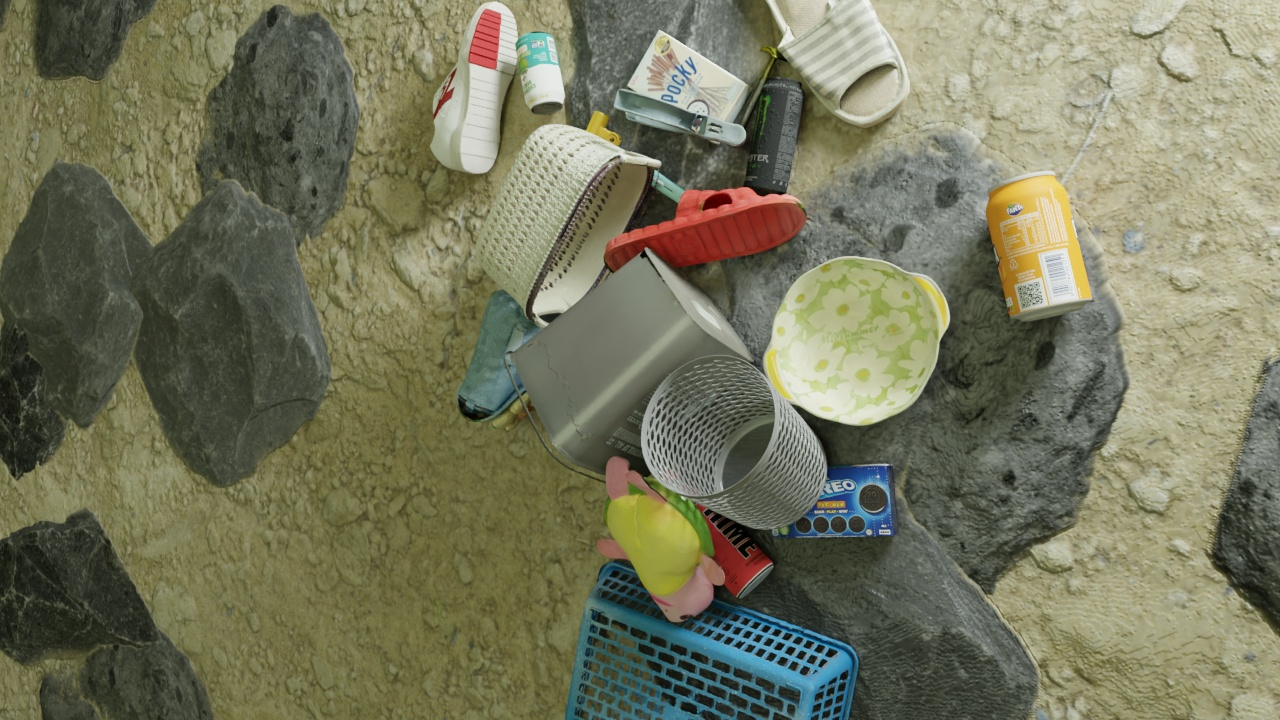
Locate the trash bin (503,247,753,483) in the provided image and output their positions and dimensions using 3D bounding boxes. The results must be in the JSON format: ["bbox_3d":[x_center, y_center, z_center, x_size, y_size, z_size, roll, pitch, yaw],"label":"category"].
[{"bbox_3d":[-0.007,0.006,1.109,0.220,0.197,0.197,-43,52,15],"label":"trash bin"}]

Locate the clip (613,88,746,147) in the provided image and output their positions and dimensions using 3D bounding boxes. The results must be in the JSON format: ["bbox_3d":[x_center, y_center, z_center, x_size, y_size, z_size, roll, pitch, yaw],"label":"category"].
[{"bbox_3d":[0.037,-0.298,1.132,0.164,0.172,0.031,-132,57,-68],"label":"clip"}]

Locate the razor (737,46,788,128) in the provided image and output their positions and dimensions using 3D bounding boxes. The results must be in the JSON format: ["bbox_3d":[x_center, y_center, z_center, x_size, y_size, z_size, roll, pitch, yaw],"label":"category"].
[{"bbox_3d":[0.143,-0.328,1.120,0.026,0.042,0.106,36,116,22],"label":"razor"}]

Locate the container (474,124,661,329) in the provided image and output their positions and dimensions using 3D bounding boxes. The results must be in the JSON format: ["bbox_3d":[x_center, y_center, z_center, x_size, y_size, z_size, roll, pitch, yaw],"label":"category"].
[{"bbox_3d":[-0.095,-0.175,1.155,0.143,0.184,0.252,36,110,15],"label":"container"}]

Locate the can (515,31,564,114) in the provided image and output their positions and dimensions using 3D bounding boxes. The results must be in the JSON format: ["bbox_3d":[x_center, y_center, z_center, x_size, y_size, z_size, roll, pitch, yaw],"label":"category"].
[{"bbox_3d":[-0.137,-0.394,1.258,0.055,0.054,0.101,-13,84,28],"label":"can"}]

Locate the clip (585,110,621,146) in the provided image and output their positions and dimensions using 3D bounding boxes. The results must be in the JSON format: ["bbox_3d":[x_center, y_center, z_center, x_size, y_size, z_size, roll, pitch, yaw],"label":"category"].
[{"bbox_3d":[-0.052,-0.303,1.232,0.054,0.046,0.048,-64,32,13],"label":"clip"}]

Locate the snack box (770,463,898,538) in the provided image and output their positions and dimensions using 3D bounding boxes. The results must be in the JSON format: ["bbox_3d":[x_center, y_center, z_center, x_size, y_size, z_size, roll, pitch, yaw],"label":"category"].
[{"bbox_3d":[0.224,0.165,1.081,0.150,0.027,0.082,-8,86,29],"label":"snack box"}]

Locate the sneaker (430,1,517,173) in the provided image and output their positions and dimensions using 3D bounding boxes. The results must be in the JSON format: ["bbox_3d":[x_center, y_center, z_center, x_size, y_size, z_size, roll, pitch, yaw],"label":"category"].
[{"bbox_3d":[-0.251,-0.391,1.310,0.104,0.090,0.237,18,103,33],"label":"sneaker"}]

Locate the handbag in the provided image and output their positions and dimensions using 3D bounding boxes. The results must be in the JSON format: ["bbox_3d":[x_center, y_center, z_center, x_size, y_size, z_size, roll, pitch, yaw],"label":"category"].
[{"bbox_3d":[-0.165,0.004,1.248,0.119,0.121,0.192,26,99,21],"label":"handbag"}]

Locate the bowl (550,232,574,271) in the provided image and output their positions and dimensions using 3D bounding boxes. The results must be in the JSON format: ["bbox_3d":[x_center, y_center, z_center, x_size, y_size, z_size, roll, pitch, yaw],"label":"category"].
[{"bbox_3d":[-0.138,-0.172,1.274,0.102,0.026,0.114,0,94,14],"label":"bowl"}]

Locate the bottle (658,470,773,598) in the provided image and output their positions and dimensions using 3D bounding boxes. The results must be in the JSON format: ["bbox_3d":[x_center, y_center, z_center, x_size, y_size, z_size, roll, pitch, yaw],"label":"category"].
[{"bbox_3d":[0.083,0.210,1.140,0.176,0.062,0.062,46,111,21],"label":"bottle"}]

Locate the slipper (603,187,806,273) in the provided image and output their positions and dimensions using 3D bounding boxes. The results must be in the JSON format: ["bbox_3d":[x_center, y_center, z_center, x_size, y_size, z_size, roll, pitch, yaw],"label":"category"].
[{"bbox_3d":[0.073,-0.164,1.107,0.249,0.103,0.059,-12,62,11],"label":"slipper"}]

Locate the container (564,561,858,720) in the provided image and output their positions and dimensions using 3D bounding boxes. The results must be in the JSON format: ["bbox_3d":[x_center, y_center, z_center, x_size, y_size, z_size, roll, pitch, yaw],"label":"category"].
[{"bbox_3d":[0.064,0.428,1.139,0.363,0.089,0.257,13,96,28],"label":"container"}]

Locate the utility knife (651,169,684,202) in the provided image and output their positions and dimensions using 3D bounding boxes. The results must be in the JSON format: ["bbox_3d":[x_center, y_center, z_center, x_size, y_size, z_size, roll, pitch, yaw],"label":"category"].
[{"bbox_3d":[0.044,-0.218,1.185,0.147,0.015,0.022,38,112,20],"label":"utility knife"}]

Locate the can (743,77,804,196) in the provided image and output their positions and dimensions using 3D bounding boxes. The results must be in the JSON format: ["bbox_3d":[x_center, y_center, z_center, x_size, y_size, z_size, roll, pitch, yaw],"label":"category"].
[{"bbox_3d":[0.160,-0.263,1.096,0.054,0.053,0.138,13,97,28],"label":"can"}]

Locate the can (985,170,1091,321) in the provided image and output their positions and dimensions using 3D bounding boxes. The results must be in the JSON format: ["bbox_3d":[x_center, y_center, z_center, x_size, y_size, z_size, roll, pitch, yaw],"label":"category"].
[{"bbox_3d":[0.408,-0.116,0.946,0.079,0.079,0.142,-14,84,28],"label":"can"}]

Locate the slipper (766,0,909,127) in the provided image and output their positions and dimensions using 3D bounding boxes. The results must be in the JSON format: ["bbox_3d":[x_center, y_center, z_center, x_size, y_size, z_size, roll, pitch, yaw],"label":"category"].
[{"bbox_3d":[0.214,-0.393,1.068,0.115,0.054,0.272,-38,72,29],"label":"slipper"}]

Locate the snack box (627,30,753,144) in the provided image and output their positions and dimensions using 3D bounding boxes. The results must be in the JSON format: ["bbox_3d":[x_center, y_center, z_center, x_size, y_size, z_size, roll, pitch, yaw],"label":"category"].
[{"bbox_3d":[0.061,-0.347,1.165,0.150,0.026,0.082,39,109,22],"label":"snack box"}]

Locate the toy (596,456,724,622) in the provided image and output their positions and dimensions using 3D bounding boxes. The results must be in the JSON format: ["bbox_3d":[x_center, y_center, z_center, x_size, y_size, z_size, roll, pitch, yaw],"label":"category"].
[{"bbox_3d":[0.026,0.212,1.074,0.190,0.087,0.238,-2,123,39],"label":"toy"}]

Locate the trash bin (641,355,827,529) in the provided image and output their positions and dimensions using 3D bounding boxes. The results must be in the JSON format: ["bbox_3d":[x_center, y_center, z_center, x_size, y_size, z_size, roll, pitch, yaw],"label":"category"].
[{"bbox_3d":[0.114,0.101,1.030,0.157,0.183,0.156,-14,61,27],"label":"trash bin"}]

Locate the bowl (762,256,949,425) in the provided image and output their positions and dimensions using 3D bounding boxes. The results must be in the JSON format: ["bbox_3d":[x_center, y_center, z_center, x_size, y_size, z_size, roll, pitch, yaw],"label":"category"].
[{"bbox_3d":[0.248,-0.021,1.047,0.220,0.060,0.188,-28,77,25],"label":"bowl"}]
